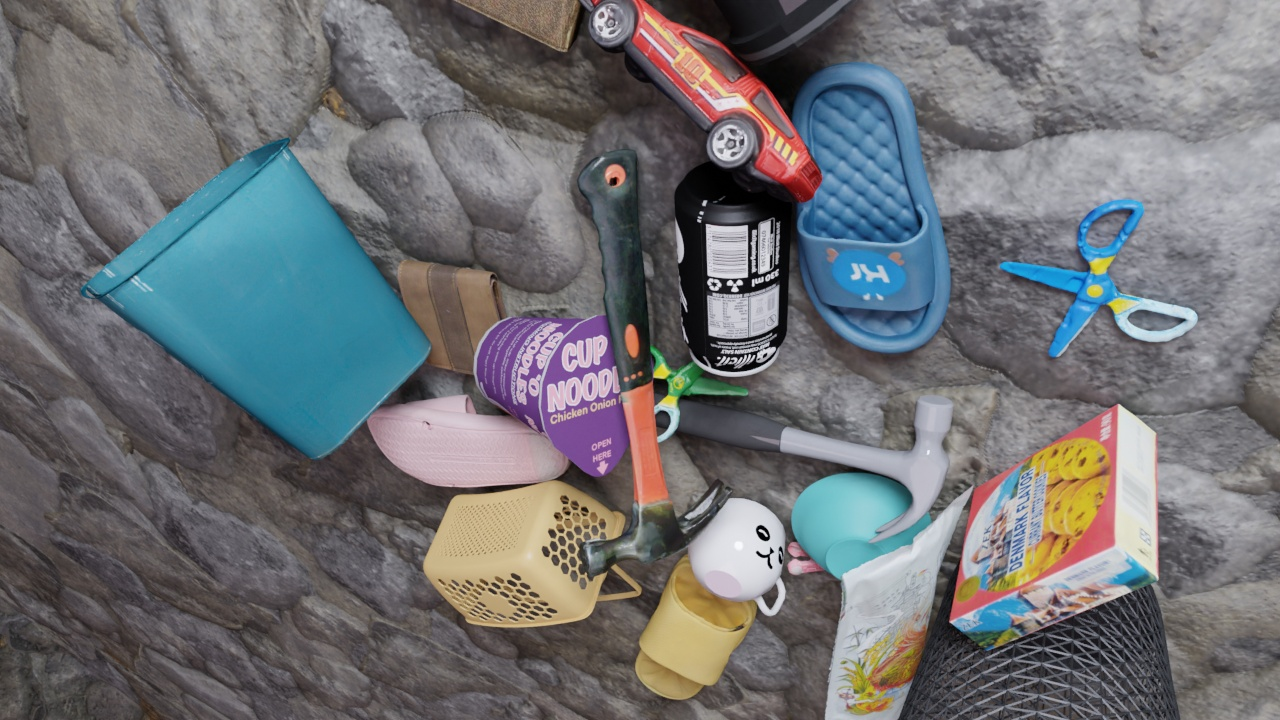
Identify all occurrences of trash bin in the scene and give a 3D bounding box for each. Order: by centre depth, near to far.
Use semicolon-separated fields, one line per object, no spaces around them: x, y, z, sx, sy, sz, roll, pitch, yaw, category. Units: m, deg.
0.307;0.275;0.706;0.217;0.242;0.217;15;132;17;trash bin
-0.325;-0.046;0.813;0.197;0.198;0.218;11;144;55;trash bin

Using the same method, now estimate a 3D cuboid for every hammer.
-0.004;0.004;0.724;0.033;0.133;0.333;-146;46;-66;hammer
0.100;0.065;0.779;0.311;0.029;0.125;11;109;26;hammer

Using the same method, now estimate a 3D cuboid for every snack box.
0.294;0.120;0.654;0.040;0.142;0.145;38;134;-5;snack box

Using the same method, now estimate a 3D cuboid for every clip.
0.162;0.189;0.863;0.059;0.049;0.023;21;139;31;clip

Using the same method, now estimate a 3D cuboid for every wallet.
-0.170;-0.038;0.861;0.099;0.026;0.121;10;131;20;wallet

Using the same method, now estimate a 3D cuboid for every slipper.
0.147;-0.092;0.619;0.104;0.059;0.214;1;125;31;slipper
-0.175;0.084;0.944;0.222;0.055;0.107;3;129;13;slipper
0.050;0.311;0.996;0.099;0.078;0.264;25;135;5;slipper

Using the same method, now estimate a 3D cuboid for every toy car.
0.037;-0.169;0.572;0.189;0.081;0.056;46;102;13;toy car

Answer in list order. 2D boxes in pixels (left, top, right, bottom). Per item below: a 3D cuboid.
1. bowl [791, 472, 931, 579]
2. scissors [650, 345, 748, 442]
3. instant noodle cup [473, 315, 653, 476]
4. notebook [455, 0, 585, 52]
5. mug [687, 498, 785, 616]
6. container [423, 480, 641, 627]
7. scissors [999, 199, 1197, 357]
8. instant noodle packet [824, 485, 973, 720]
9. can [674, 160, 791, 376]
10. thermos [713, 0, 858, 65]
0.190;0.159;0.797;0.121;0.046;0.121;8;124;12;bowl
0.034;0.028;0.783;0.130;0.012;0.117;10;99;29;scissors
-0.075;0.019;0.787;0.122;0.121;0.137;15;113;44;instant noodle cup
-0.061;-0.310;0.566;0.190;0.034;0.216;28;135;4;notebook
0.100;0.195;0.870;0.090;0.076;0.124;-21;114;39;mug
-0.110;0.217;0.965;0.184;0.129;0.167;-13;133;36;container
0.303;-0.048;0.603;0.130;0.013;0.126;25;133;11;scissors
0.218;0.231;0.794;0.057;0.146;0.270;40;148;36;instant noodle packet
0.067;-0.066;0.665;0.080;0.080;0.146;12;133;20;can
0.039;-0.266;0.478;0.106;0.105;0.218;-23;121;40;thermos
